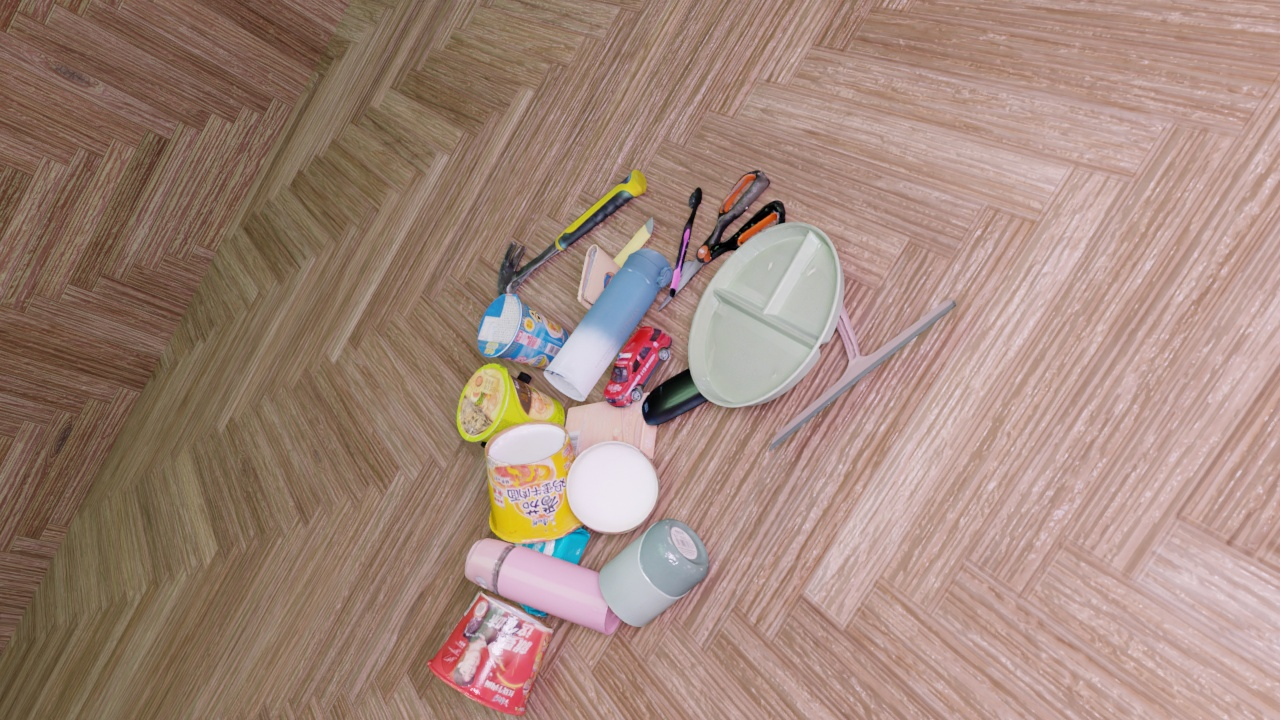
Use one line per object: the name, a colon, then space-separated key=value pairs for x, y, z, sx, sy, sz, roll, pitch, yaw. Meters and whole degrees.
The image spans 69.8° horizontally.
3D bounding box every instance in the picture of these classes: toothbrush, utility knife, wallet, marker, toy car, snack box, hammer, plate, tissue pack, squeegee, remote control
toothbrush: x=0.058 y=-0.159 z=1.224 sx=0.018 sy=0.014 sz=0.188 roll=-28 pitch=40 yaw=49
utility knife: x=-0.033 y=-0.143 z=1.335 sx=0.167 sy=0.018 sz=0.031 roll=-42 pitch=41 yaw=22
wallet: x=-0.047 y=-0.095 z=1.252 sx=0.024 sy=0.115 sz=0.087 roll=10 pitch=77 yaw=26
marker: x=-0.205 y=0.078 z=1.403 sx=0.022 sy=0.020 sz=0.132 roll=33 pitch=97 yaw=33
toy car: x=-0.007 y=0.007 z=1.187 sx=0.053 sy=0.045 sz=0.120 roll=-2 pitch=51 yaw=52
snack box: x=-0.042 y=0.095 z=1.213 sx=0.158 sy=0.026 sz=0.084 roll=-12 pitch=60 yaw=42
hammer: x=-0.115 y=-0.195 z=1.438 sx=0.324 sy=0.032 sz=0.126 roll=-34 pitch=50 yaw=31
plate: x=0.141 y=-0.050 z=1.045 sx=0.231 sy=0.027 sz=0.229 roll=-34 pitch=42 yaw=38
tissue pack: x=-0.126 y=0.256 z=1.201 sx=0.093 sy=0.050 sz=0.133 roll=22 pitch=86 yaw=49
squeegee: x=0.212 y=-0.058 z=1.012 sx=0.248 sy=0.040 sz=0.249 roll=-43 pitch=39 yaw=29
remote control: x=0.056 y=0.035 z=1.124 sx=0.137 sy=0.024 sz=0.053 roll=-30 pitch=52 yaw=19

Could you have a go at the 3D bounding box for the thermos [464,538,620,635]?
thermos: x=-0.116 y=0.276 z=1.115 sx=0.199 sy=0.087 sz=0.067 roll=12 pitch=42 yaw=21

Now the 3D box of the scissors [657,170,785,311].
scissors: x=0.100 y=-0.144 z=1.189 sx=0.190 sy=0.021 sz=0.229 roll=31 pitch=93 yaw=50

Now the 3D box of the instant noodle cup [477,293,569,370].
instant noodle cup: x=-0.166 y=-0.034 z=1.348 sx=0.099 sy=0.109 sz=0.099 roll=-23 pitch=56 yaw=38

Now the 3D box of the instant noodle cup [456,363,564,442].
instant noodle cup: x=-0.176 y=0.076 z=1.293 sx=0.112 sy=0.123 sz=0.111 roll=-22 pitch=57 yaw=38

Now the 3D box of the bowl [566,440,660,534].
bowl: x=-0.032 y=0.154 z=1.130 sx=0.062 sy=0.113 sz=0.113 roll=32 pitch=-96 yaw=-87

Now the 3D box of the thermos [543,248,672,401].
thermos: x=-0.038 y=-0.051 z=1.193 sx=0.070 sy=0.070 sz=0.220 roll=14 pitch=63 yaw=49

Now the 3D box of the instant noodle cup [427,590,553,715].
instant noodle cup: x=-0.180 y=0.361 z=1.148 sx=0.138 sy=0.138 sz=0.108 roll=15 pitch=74 yaw=49

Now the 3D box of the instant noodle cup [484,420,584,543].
instant noodle cup: x=-0.135 y=0.149 z=1.173 sx=0.138 sy=0.137 sz=0.110 roll=28 pitch=133 yaw=50

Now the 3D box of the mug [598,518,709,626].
mug: x=0.019 y=0.230 z=1.046 sx=0.106 sy=0.082 sz=0.111 roll=-45 pitch=12 yaw=22
